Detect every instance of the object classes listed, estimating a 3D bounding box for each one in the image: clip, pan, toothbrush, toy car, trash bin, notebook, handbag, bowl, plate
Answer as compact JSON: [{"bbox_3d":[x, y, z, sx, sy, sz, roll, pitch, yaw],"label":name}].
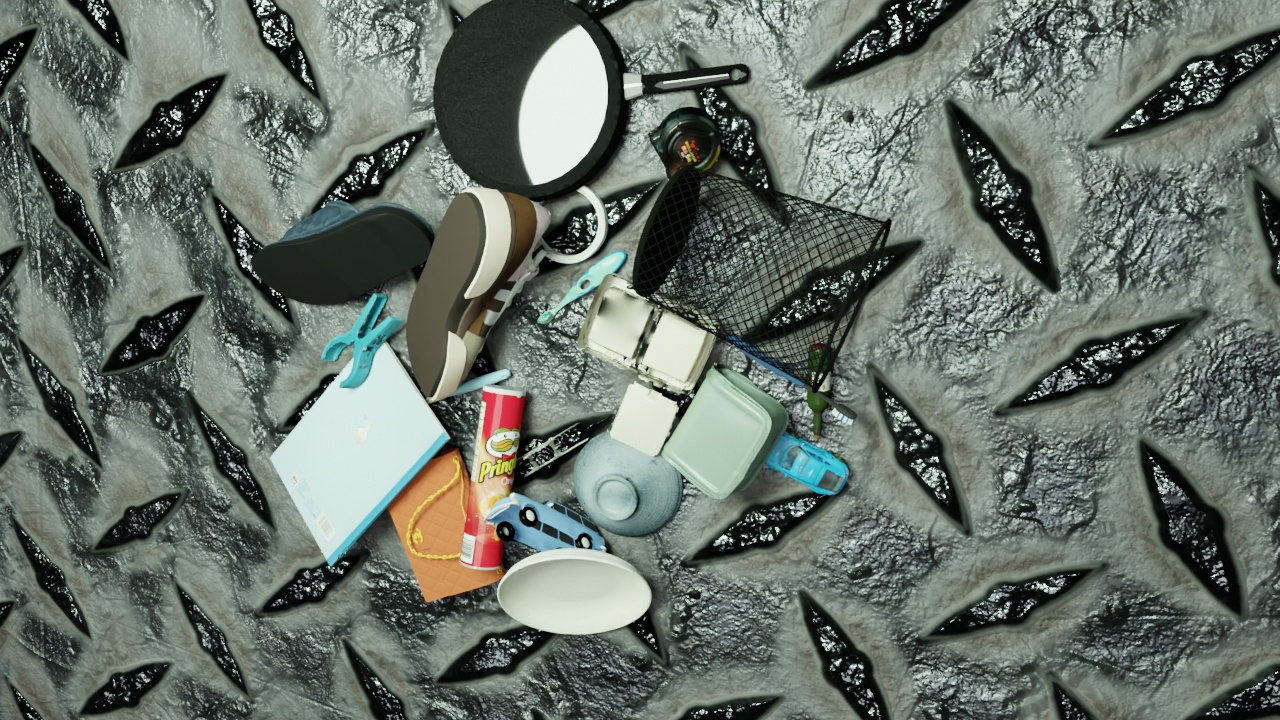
[{"bbox_3d":[-0.336,-0.008,1.129,0.130,0.030,0.120,-30,70,24],"label":"clip"},{"bbox_3d":[-0.061,-0.294,0.998,0.357,0.034,0.225,-3,97,15],"label":"pan"},{"bbox_3d":[0.163,0.018,1.002,0.168,0.014,0.014,34,121,21],"label":"toothbrush"},{"bbox_3d":[-0.069,-0.083,1.060,0.135,0.017,0.022,-37,87,19],"label":"toothbrush"},{"bbox_3d":[0.181,0.114,1.029,0.105,0.032,0.048,29,108,9],"label":"toy car"},{"bbox_3d":[0.117,-0.094,0.929,0.210,0.183,0.184,24,107,15],"label":"trash bin"},{"bbox_3d":[-0.360,0.112,1.154,0.254,0.009,0.181,-45,68,19],"label":"notebook"},{"bbox_3d":[-0.248,0.207,1.152,0.109,0.060,0.172,-18,97,14],"label":"handbag"},{"bbox_3d":[-0.111,0.197,1.084,0.153,0.054,0.056,33,128,-31],"label":"toy car"},{"bbox_3d":[-0.022,0.153,1.078,0.137,0.057,0.137,3,103,15],"label":"bowl"},{"bbox_3d":[-0.226,0.038,1.129,0.155,0.016,0.022,-20,128,19],"label":"toothbrush"},{"bbox_3d":[0.095,0.080,1.023,0.106,0.067,0.122,36,109,24],"label":"handbag"},{"bbox_3d":[-0.078,0.270,1.095,0.182,0.034,0.183,0,137,0],"label":"plate"},{"bbox_3d":[-0.119,0.105,1.098,0.102,0.059,0.052,-33,74,18],"label":"clip"}]

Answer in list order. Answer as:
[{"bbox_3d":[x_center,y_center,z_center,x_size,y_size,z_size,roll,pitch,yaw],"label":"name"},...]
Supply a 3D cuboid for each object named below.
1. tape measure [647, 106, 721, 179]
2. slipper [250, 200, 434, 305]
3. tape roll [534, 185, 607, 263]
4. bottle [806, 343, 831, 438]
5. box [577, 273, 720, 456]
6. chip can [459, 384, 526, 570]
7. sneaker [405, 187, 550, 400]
[{"bbox_3d":[0.050,-0.231,0.973,0.072,0.042,0.071,-23,120,14],"label":"tape measure"},{"bbox_3d":[-0.347,-0.143,1.096,0.266,0.083,0.109,-15,137,30],"label":"slipper"},{"bbox_3d":[-0.083,-0.158,1.049,0.093,0.013,0.093,3,102,15],"label":"tape roll"},{"bbox_3d":[0.196,0.034,1.010,0.025,0.025,0.106,3,103,14],"label":"bottle"},{"bbox_3d":[-0.006,0.007,1.042,0.143,0.044,0.184,26,100,6],"label":"box"},{"bbox_3d":[-0.177,0.139,1.096,0.052,0.051,0.214,9,92,13],"label":"chip can"},{"bbox_3d":[-0.182,-0.074,1.056,0.111,0.116,0.295,54,135,33],"label":"sneaker"}]
